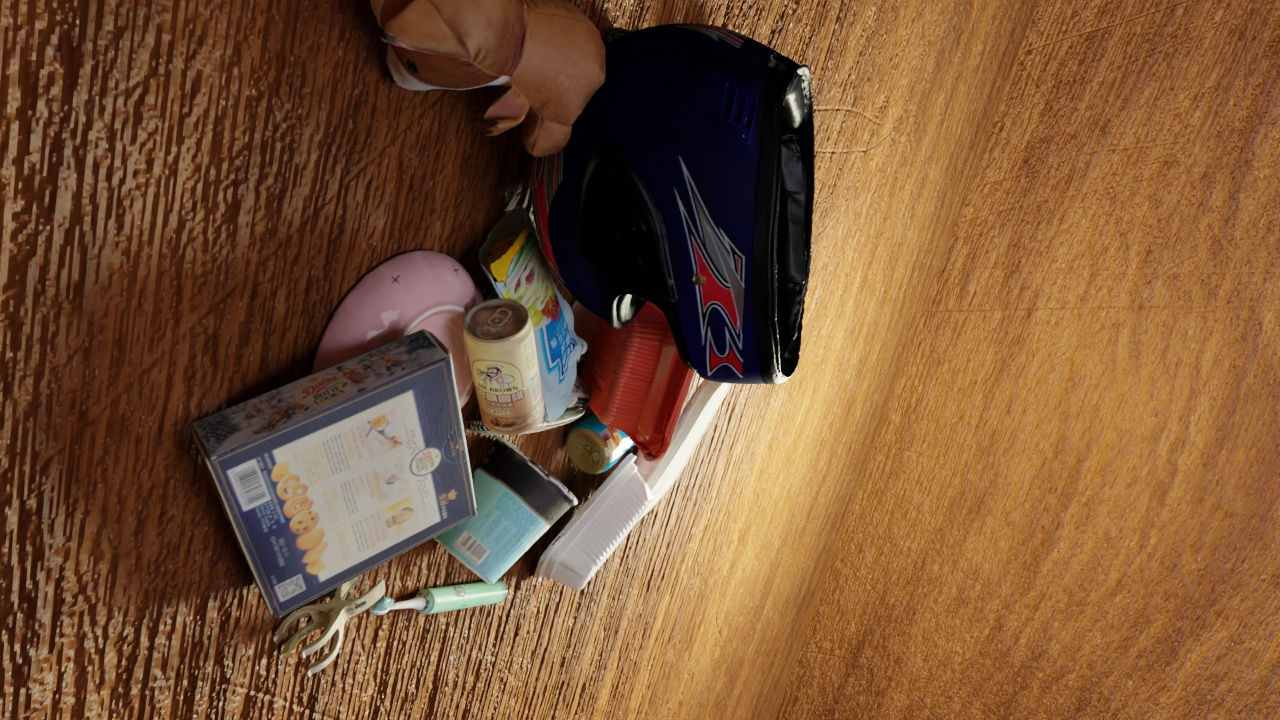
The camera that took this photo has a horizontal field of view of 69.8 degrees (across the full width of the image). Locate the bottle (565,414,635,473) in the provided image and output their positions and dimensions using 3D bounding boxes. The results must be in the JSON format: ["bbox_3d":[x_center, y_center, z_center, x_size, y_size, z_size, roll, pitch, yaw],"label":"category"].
[{"bbox_3d":[-0.007,0.068,1.153,0.218,0.065,0.065,-34,140,-50],"label":"bottle"}]

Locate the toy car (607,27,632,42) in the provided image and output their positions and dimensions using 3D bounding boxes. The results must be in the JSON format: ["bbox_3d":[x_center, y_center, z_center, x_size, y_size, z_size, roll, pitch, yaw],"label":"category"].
[{"bbox_3d":[-0.004,-0.283,0.884,0.036,0.043,0.091,-60,154,-14],"label":"toy car"}]

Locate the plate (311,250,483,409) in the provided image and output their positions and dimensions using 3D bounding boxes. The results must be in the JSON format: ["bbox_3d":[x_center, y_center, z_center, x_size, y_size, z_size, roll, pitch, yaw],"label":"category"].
[{"bbox_3d":[-0.189,0.005,0.771,0.191,0.039,0.193,-44,147,-40],"label":"plate"}]

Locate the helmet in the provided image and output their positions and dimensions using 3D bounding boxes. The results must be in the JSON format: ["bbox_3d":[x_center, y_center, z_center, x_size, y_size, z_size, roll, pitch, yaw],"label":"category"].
[{"bbox_3d":[0.026,-0.134,0.825,0.246,0.241,0.316,-52,143,-56],"label":"helmet"}]

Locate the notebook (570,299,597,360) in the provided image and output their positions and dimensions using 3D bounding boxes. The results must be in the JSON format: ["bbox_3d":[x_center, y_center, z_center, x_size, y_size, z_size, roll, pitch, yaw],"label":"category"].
[{"bbox_3d":[-0.024,-0.057,1.080,0.147,0.008,0.207,-64,155,-5],"label":"notebook"}]

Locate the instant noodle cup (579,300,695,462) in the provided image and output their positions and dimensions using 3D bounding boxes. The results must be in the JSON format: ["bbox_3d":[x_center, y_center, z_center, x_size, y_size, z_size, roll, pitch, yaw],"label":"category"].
[{"bbox_3d":[-0.006,0.006,0.998,0.079,0.189,0.165,12,104,-23],"label":"instant noodle cup"}]

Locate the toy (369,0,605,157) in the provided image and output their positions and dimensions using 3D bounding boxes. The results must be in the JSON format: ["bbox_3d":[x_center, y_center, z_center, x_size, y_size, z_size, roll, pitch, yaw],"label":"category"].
[{"bbox_3d":[-0.117,-0.228,0.646,0.131,0.140,0.199,-29,162,20],"label":"toy"}]

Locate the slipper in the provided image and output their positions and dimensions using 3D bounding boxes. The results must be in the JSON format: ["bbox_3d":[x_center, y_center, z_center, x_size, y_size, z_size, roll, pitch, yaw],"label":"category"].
[{"bbox_3d":[0.037,0.119,1.270,0.114,0.054,0.275,-23,147,-58],"label":"slipper"}]

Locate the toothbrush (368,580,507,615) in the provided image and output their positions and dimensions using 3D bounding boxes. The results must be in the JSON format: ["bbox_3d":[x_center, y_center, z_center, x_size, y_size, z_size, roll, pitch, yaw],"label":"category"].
[{"bbox_3d":[-0.207,0.249,0.959,0.027,0.026,0.224,-48,157,10],"label":"toothbrush"}]

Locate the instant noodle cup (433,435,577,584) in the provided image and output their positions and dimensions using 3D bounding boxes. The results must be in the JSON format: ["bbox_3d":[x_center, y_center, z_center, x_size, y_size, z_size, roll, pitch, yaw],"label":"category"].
[{"bbox_3d":[-0.143,0.156,0.928,0.120,0.111,0.111,-51,152,-13],"label":"instant noodle cup"}]

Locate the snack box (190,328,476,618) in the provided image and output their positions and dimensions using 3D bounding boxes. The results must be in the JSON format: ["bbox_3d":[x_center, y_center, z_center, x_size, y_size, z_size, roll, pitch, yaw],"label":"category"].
[{"bbox_3d":[-0.223,0.088,0.706,0.182,0.046,0.178,-26,136,-28],"label":"snack box"}]

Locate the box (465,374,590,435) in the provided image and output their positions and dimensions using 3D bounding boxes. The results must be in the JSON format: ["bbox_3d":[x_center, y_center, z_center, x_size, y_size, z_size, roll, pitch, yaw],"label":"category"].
[{"bbox_3d":[-0.116,0.051,0.940,0.087,0.076,0.162,-52,162,16],"label":"box"}]

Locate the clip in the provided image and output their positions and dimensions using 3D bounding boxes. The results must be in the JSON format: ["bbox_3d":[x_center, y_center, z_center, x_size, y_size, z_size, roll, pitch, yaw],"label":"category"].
[{"bbox_3d":[-0.281,0.220,0.802,0.104,0.082,0.035,-68,163,-50],"label":"clip"}]

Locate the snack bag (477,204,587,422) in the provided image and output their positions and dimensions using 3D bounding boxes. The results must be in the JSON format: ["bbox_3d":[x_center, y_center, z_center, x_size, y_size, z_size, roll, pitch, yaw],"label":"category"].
[{"bbox_3d":[-0.095,-0.042,0.863,0.110,0.039,0.191,-81,158,-47],"label":"snack bag"}]

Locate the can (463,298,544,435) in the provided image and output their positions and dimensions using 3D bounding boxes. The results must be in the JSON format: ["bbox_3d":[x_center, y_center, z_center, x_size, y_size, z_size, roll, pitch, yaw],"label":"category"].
[{"bbox_3d":[-0.117,0.008,0.797,0.058,0.058,0.116,-47,148,-36],"label":"can"}]

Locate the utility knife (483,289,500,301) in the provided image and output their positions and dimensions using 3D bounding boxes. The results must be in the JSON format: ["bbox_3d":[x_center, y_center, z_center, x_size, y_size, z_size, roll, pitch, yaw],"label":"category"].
[{"bbox_3d":[-0.104,-0.030,0.932,0.031,0.021,0.198,-62,147,-7],"label":"utility knife"}]

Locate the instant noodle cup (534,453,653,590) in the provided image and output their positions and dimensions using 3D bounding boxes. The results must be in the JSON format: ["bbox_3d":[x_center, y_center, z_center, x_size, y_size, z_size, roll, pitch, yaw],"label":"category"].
[{"bbox_3d":[-0.051,0.208,1.129,0.173,0.060,0.138,-49,171,-26],"label":"instant noodle cup"}]
